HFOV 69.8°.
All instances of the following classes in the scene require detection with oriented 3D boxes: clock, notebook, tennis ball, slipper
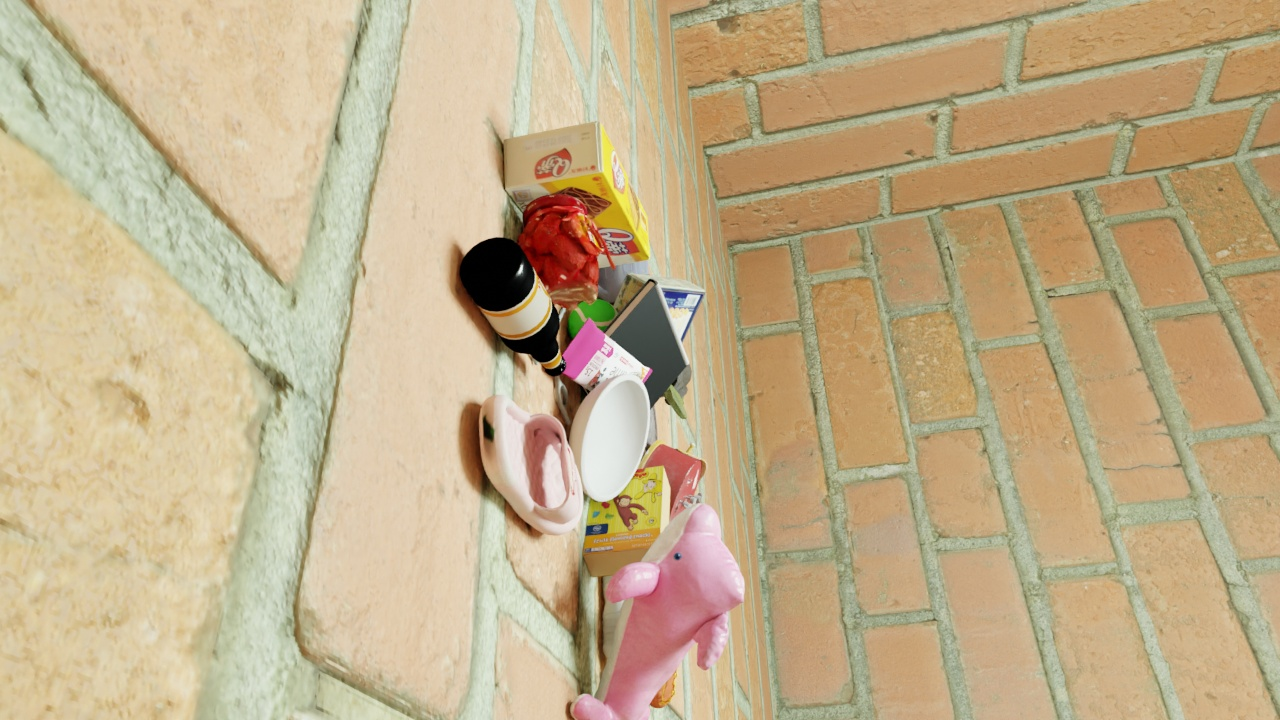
[{"bbox_3d":[0.034,0.191,1.256,0.158,0.081,0.117,-58,160,-32],"label":"clock"},{"bbox_3d":[-0.007,0.007,1.147,0.148,0.016,0.207,-50,152,-14],"label":"notebook"},{"bbox_3d":[-0.055,-0.042,1.108,0.065,0.065,0.065,-8,89,-79],"label":"tennis ball"},{"bbox_3d":[-0.092,0.092,0.836,0.221,0.056,0.106,57,24,-63],"label":"slipper"}]

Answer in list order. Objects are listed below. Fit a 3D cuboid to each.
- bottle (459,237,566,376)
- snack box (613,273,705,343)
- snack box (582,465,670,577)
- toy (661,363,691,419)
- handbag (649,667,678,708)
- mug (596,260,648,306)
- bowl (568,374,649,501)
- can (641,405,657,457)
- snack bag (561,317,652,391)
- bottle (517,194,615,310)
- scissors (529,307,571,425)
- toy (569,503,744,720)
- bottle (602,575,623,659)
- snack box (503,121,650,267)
[{"bbox_3d":[-0.106,-0.038,0.853,0.182,0.059,0.059,65,20,-57],"label":"bottle"},{"bbox_3d":[0.008,-0.037,1.192,0.144,0.042,0.145,-1,120,-58],"label":"snack box"},{"bbox_3d":[-0.014,0.188,1.078,0.125,0.088,0.040,-85,162,-52],"label":"snack box"},{"bbox_3d":[0.027,0.014,1.455,0.179,0.078,0.152,58,14,6],"label":"toy"},{"bbox_3d":[0.013,0.360,1.173,0.172,0.060,0.108,70,19,-46],"label":"handbag"},{"bbox_3d":[-0.039,-0.106,1.249,0.124,0.084,0.103,30,45,-41],"label":"mug"},{"bbox_3d":[-0.044,0.085,1.058,0.149,0.043,0.150,-33,129,-53],"label":"bowl"},{"bbox_3d":[-0.011,0.076,1.302,0.130,0.044,0.130,-8,89,-79],"label":"can"},{"bbox_3d":[-0.039,0.012,1.066,0.070,0.016,0.196,-53,152,-2],"label":"snack bag"},{"bbox_3d":[-0.081,-0.113,0.955,0.099,0.099,0.111,61,20,-61],"label":"bottle"},{"bbox_3d":[-0.097,-0.010,1.008,0.141,0.014,0.175,-43,126,-73],"label":"scissors"},{"bbox_3d":[0.034,0.280,0.954,0.265,0.128,0.186,-62,145,-9],"label":"toy"},{"bbox_3d":[-0.022,0.299,1.064,0.044,0.044,0.136,66,19,-54],"label":"bottle"},{"bbox_3d":[-0.065,-0.179,1.048,0.230,0.110,0.061,53,31,-68],"label":"snack box"}]
